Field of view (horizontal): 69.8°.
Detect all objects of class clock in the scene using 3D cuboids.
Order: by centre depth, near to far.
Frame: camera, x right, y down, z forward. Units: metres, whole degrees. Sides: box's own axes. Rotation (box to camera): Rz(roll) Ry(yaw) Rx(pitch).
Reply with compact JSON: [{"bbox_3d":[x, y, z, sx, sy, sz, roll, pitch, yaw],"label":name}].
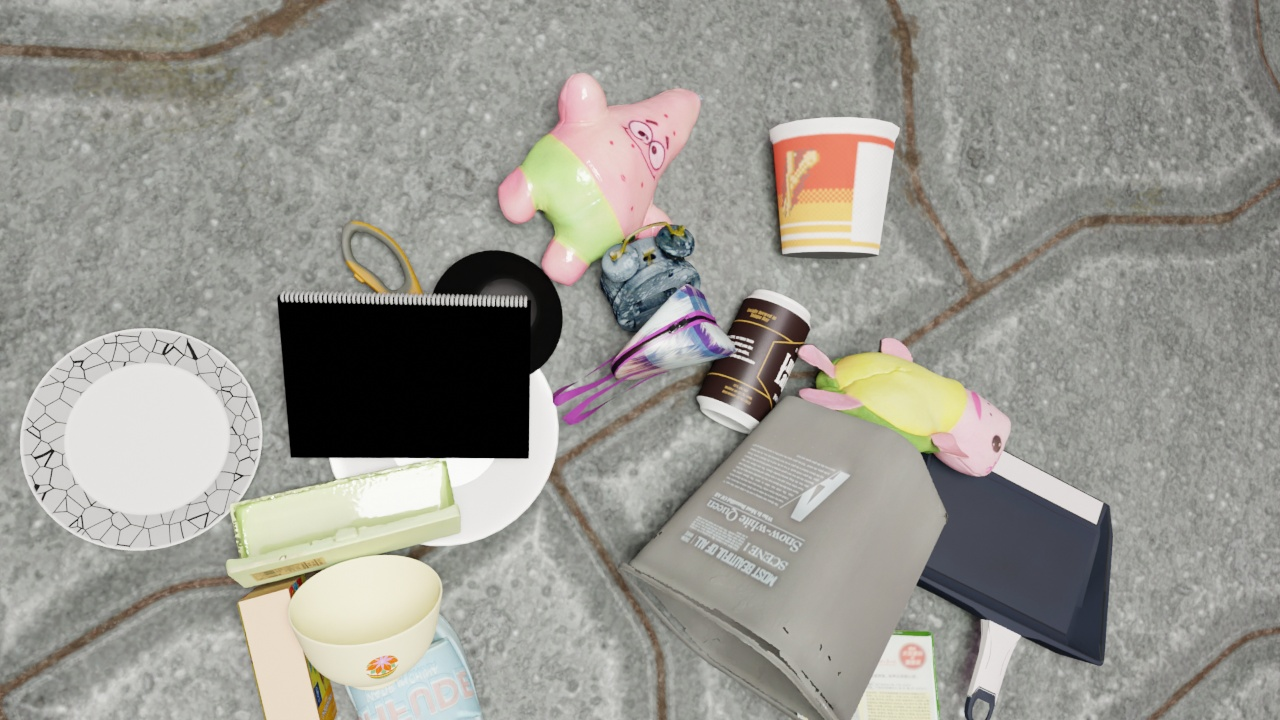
[{"bbox_3d":[0.008,-0.079,0.851,0.090,0.130,0.052,-23,61,-14],"label":"clock"}]

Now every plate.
[{"bbox_3d":[-0.427,0.067,0.793,0.188,0.016,0.188,1,85,-13],"label":"plate"},{"bbox_3d":[-0.180,0.065,0.849,0.208,0.015,0.208,1,85,-13],"label":"plate"}]

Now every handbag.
[{"bbox_3d":[-0.005,0.005,0.842,0.170,0.144,0.068,-31,80,13],"label":"handbag"}]

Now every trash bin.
[{"bbox_3d":[0.140,0.171,0.810,0.219,0.198,0.197,-50,132,-19],"label":"trash bin"}]

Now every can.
[{"bbox_3d":[0.110,0.002,0.891,0.072,0.072,0.128,28,80,-9],"label":"can"}]

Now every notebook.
[{"bbox_3d":[-0.199,0.015,0.790,0.206,0.016,0.149,1,110,-6],"label":"notebook"}]

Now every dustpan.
[{"bbox_3d":[0.363,0.225,0.923,0.236,0.080,0.272,27,80,-9],"label":"dustpan"}]

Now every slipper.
[{"bbox_3d":[-0.183,0.323,0.796,0.104,0.074,0.245,-23,92,-14],"label":"slipper"}]

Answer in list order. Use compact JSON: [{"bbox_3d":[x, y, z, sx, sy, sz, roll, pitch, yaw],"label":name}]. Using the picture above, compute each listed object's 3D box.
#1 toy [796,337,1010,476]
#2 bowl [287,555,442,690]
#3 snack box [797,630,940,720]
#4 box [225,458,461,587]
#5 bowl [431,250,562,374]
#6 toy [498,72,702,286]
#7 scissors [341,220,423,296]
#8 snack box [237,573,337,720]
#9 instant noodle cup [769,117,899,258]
[{"bbox_3d":[0.254,0.045,0.892,0.238,0.190,0.088,16,118,-20],"label":"toy"},{"bbox_3d":[-0.217,0.221,0.740,0.118,0.118,0.074,-5,113,-13],"label":"bowl"},{"bbox_3d":[0.217,0.344,0.875,0.132,0.027,0.168,-5,86,21],"label":"snack box"},{"bbox_3d":[-0.252,0.131,0.788,0.187,0.092,0.083,-12,64,-17],"label":"box"},{"bbox_3d":[-0.124,-0.043,0.824,0.124,0.053,0.124,2,85,-18],"label":"bowl"},{"bbox_3d":[-0.021,-0.184,0.868,0.236,0.097,0.192,-45,119,-21],"label":"toy"},{"bbox_3d":[-0.216,-0.015,0.830,0.224,0.016,0.225,-44,97,-14],"label":"scissors"},{"bbox_3d":[-0.294,0.251,0.770,0.040,0.088,0.126,-14,88,-14],"label":"snack box"},{"bbox_3d":[0.188,-0.164,0.904,0.123,0.123,0.121,1,92,-13],"label":"instant noodle cup"}]
